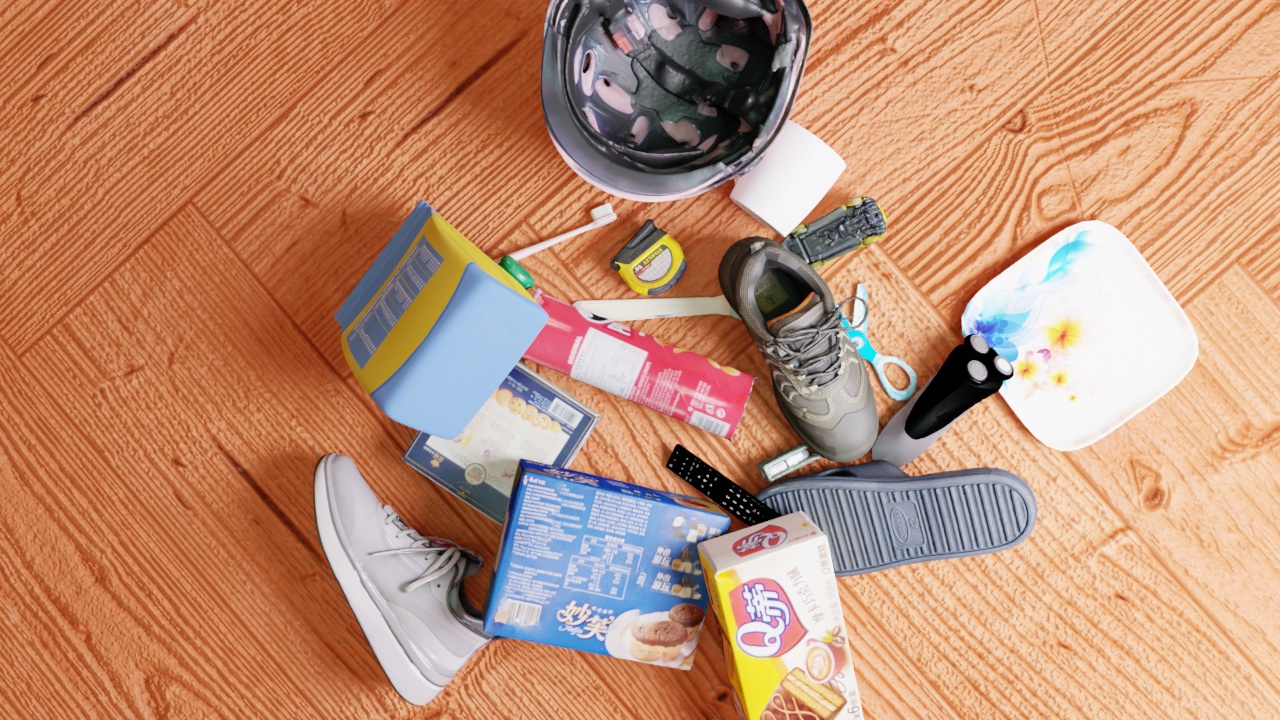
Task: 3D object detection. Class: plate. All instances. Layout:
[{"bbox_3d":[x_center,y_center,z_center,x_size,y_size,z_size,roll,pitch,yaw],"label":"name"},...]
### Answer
[{"bbox_3d":[0.427,-0.024,0.901,0.187,0.016,0.187,-36,88,3],"label":"plate"}]

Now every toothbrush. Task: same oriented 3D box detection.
[{"bbox_3d":[-0.110,-0.117,0.933,0.181,0.015,0.018,-23,82,3],"label":"toothbrush"}]

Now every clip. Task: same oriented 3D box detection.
[{"bbox_3d":[0.154,0.097,0.905,0.078,0.049,0.023,-26,90,9],"label":"clip"}]

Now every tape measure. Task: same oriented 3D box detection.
[{"bbox_3d":[0.011,-0.097,0.914,0.064,0.037,0.065,42,93,3],"label":"tape measure"}]

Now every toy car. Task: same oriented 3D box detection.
[{"bbox_3d":[0.190,-0.123,0.907,0.107,0.030,0.049,-24,90,14],"label":"toy car"}]

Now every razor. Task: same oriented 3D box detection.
[{"bbox_3d":[0.287,0.047,0.894,0.057,0.060,0.156,45,113,11],"label":"razor"}]

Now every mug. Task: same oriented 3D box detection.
[{"bbox_3d":[0.128,-0.184,0.895,0.114,0.081,0.088,41,99,33],"label":"mug"}]

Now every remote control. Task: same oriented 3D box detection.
[{"bbox_3d":[0.086,0.132,0.901,0.140,0.009,0.030,34,122,19],"label":"remote control"}]

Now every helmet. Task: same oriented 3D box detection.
[{"bbox_3d":[0.024,-0.265,0.854,0.230,0.152,0.255,29,91,-4],"label":"helmet"}]

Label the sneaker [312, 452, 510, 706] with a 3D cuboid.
[{"bbox_3d":[-0.229,0.197,0.909,0.128,0.097,0.263,-28,87,-9],"label":"sneaker"}]

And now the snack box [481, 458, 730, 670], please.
[{"bbox_3d":[-0.035,0.194,0.878,0.202,0.069,0.155,14,91,-12],"label":"snack box"}]

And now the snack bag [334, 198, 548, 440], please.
[{"bbox_3d":[-0.206,-0.048,0.868,0.159,0.102,0.205,-52,52,6],"label":"snack bag"}]

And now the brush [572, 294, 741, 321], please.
[{"bbox_3d":[0.036,-0.054,0.927,0.218,0.012,0.033,-3,91,5],"label":"brush"}]

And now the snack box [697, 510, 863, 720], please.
[{"bbox_3d":[0.133,0.268,0.859,0.110,0.061,0.230,-16,106,-7],"label":"snack box"}]

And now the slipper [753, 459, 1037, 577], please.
[{"bbox_3d":[0.237,0.144,0.877,0.264,0.082,0.101,-9,99,26],"label":"slipper"}]

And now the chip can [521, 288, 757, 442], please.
[{"bbox_3d":[-0.005,0.005,0.899,0.233,0.073,0.073,21,91,2],"label":"chip can"}]

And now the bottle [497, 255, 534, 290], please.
[{"bbox_3d":[-0.157,-0.054,0.919,0.111,0.043,0.043,-45,88,8],"label":"bottle"}]

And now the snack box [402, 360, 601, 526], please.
[{"bbox_3d":[-0.138,0.076,0.921,0.144,0.042,0.145,33,92,2],"label":"snack box"}]

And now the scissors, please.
[{"bbox_3d":[0.207,-0.008,0.917,0.114,0.013,0.140,-31,91,4],"label":"scissors"}]

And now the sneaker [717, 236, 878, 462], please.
[{"bbox_3d":[0.160,-0.017,0.840,0.101,0.143,0.238,-31,89,-3],"label":"sneaker"}]
